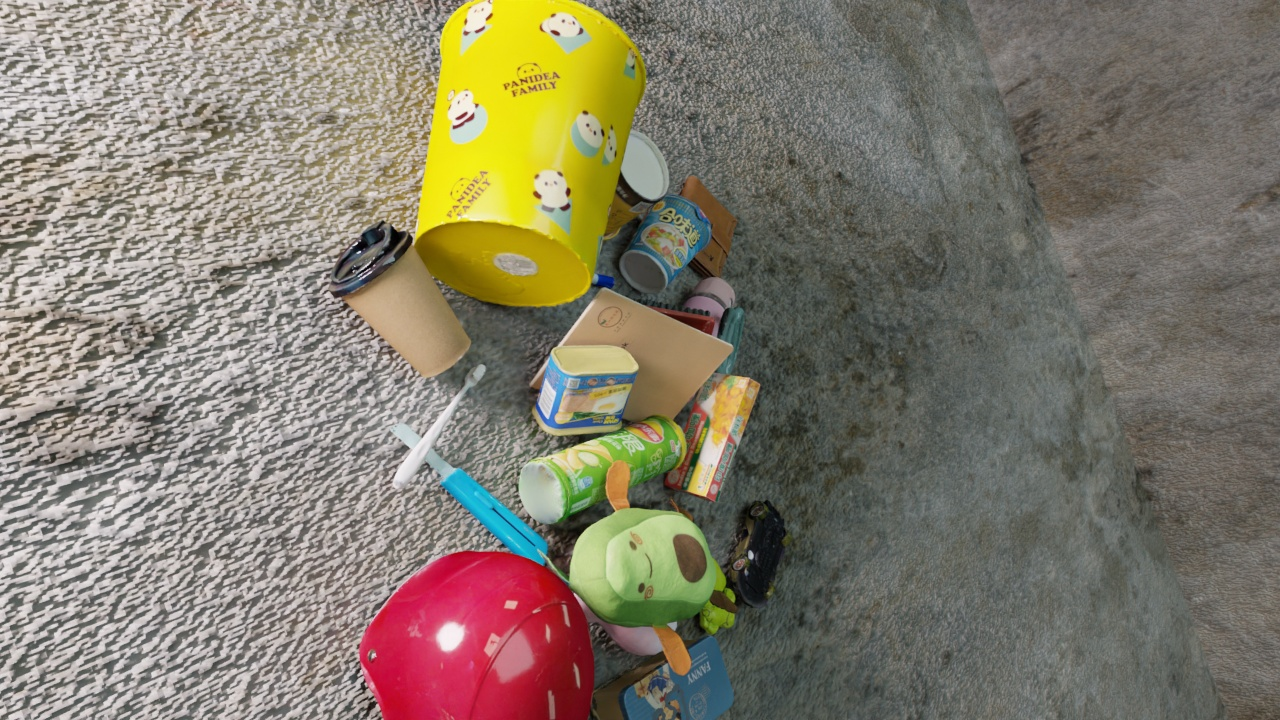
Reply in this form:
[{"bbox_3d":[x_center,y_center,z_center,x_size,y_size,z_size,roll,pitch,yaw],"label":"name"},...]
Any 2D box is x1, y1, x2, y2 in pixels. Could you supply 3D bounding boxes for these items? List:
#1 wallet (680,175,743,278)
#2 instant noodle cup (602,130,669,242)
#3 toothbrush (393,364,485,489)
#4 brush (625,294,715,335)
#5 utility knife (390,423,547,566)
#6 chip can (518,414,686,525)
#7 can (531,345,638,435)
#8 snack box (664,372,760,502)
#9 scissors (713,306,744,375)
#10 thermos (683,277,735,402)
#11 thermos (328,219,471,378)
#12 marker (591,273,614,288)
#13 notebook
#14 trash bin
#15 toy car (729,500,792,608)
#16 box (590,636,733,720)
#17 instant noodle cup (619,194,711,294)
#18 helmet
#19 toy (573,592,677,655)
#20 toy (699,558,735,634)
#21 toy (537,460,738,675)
[{"bbox_3d":[0.093,-0.186,1.336,0.119,0.035,0.130,37,50,-24],"label":"wallet"},{"bbox_3d":[-0.035,-0.219,1.142,0.118,0.115,0.118,20,61,-42],"label":"instant noodle cup"},{"bbox_3d":[-0.197,0.062,0.910,0.016,0.016,0.179,44,41,-15],"label":"toothbrush"},{"bbox_3d":[0.014,-0.037,1.120,0.146,0.063,0.069,12,37,-3],"label":"brush"},{"bbox_3d":[-0.170,0.136,0.922,0.218,0.018,0.034,47,46,-22],"label":"utility knife"},{"bbox_3d":[-0.040,0.119,1.028,0.220,0.073,0.072,-17,87,-50],"label":"chip can"},{"bbox_3d":[-0.059,0.031,1.010,0.102,0.083,0.057,-2,37,-31],"label":"can"},{"bbox_3d":[0.089,0.092,1.135,0.027,0.077,0.155,29,77,-38],"label":"snack box"},{"bbox_3d":[0.106,0.012,1.213,0.143,0.019,0.180,25,79,-74],"label":"scissors"},{"bbox_3d":[0.073,-0.025,1.226,0.198,0.067,0.087,-62,152,-43],"label":"thermos"},{"bbox_3d":[-0.229,-0.056,0.887,0.143,0.093,0.092,55,42,-27],"label":"thermos"},{"bbox_3d":[-0.088,-0.107,1.112,0.145,0.017,0.017,9,68,-45],"label":"marker"},{"bbox_3d":[-0.006,0.006,1.063,0.207,0.148,0.008,22,27,-38],"label":"notebook"},{"bbox_3d":[-0.123,-0.210,0.971,0.229,0.230,0.254,27,61,-38],"label":"trash bin"},{"bbox_3d":[0.154,0.253,1.207,0.070,0.042,0.157,49,43,-22],"label":"toy car"},{"bbox_3d":[0.030,0.371,1.010,0.183,0.061,0.090,-16,87,-48],"label":"box"},{"bbox_3d":[0.027,-0.148,1.203,0.099,0.099,0.109,50,52,-21],"label":"instant noodle cup"},{"bbox_3d":[-0.119,0.287,0.822,0.206,0.144,0.240,-20,90,-52],"label":"helmet"},{"bbox_3d":[-0.017,0.256,1.010,0.159,0.054,0.121,33,44,-36],"label":"toy"},{"bbox_3d":[0.083,0.284,1.126,0.096,0.031,0.100,-1,80,-47],"label":"toy"},{"bbox_3d":[0.012,0.213,0.957,0.246,0.090,0.226,4,59,-52],"label":"toy"}]
